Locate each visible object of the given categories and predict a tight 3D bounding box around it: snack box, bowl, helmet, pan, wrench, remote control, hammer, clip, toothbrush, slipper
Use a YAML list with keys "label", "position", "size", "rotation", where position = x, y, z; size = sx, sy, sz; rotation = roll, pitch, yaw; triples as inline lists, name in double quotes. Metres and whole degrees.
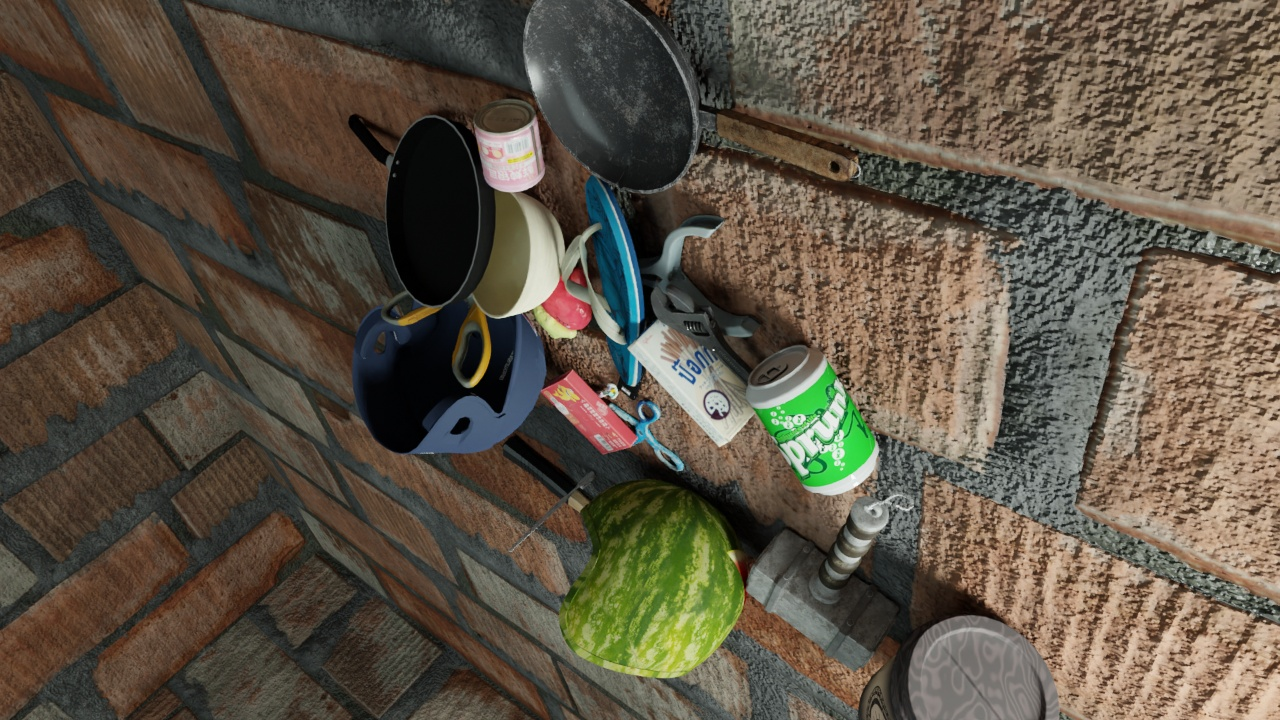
- label: "snack box"
  position: [-0.073, 0.074, 1.275]
  size: [0.133, 0.021, 0.089]
  rotation: [47, 151, -12]
- label: "bowl"
  position: [-0.137, -0.124, 1.071]
  size: [0.151, 0.075, 0.151]
  rotation: [2, 93, 51]
- label: "helmet"
  position: [-0.230, -0.005, 1.228]
  size: [0.232, 0.222, 0.273]
  rotation: [40, 120, 31]
- label: "pan"
  position: [-0.279, -0.217, 1.137]
  size: [0.356, 0.034, 0.226]
  rotation: [47, 127, 34]
- label: "wrench"
  position: [0.112, 0.015, 0.975]
  size: [0.273, 0.018, 0.073]
  rotation: [43, 153, -15]
- label: "helmet"
  position: [0.024, 0.288, 1.238]
  size: [0.243, 0.247, 0.213]
  rotation: [9, 171, 17]
- label: "remote control"
  position: [-0.007, 0.007, 1.155]
  size: [0.030, 0.009, 0.140]
  rotation: [38, 149, 13]
- label: "hammer"
  position: [-0.100, 0.236, 1.521]
  size: [0.328, 0.039, 0.131]
  rotation: [36, 150, 18]
- label: "pan"
  position: [0.038, -0.220, 0.801]
  size: [0.357, 0.040, 0.208]
  rotation: [26, 144, 29]
- label: "snack box"
  position: [0.064, 0.013, 1.004]
  size: [0.150, 0.081, 0.026]
  rotation: [47, 150, -2]
- label: "clip"
  position: [0.061, -0.091, 0.937]
  size: [0.164, 0.032, 0.166]
  rotation: [40, 148, 9]
- label: "toothbrush"
  position: [-0.135, 0.235, 1.417]
  size: [0.010, 0.181, 0.010]
  rotation: [28, 149, 37]
- label: "hammer"
  position: [0.232, 0.230, 1.059]
  size: [0.177, 0.079, 0.327]
  rotation: [34, 148, 19]
- label: "slipper"
  position: [-0.041, -0.070, 1.020]
  size: [0.118, 0.060, 0.295]
  rotation: [56, 162, 35]
- label: "toothbrush"
  position: [-0.075, 0.053, 1.289]
  size: [0.155, 0.015, 0.022]
  rotation: [-18, 87, 57]

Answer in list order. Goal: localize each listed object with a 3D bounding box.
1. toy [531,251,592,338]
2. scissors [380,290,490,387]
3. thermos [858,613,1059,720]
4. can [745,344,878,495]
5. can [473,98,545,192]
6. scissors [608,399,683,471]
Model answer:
- label: "toy"
  position: [-0.097, -0.078, 1.128]
  size: [0.091, 0.045, 0.135]
  rotation: [47, 142, 8]
- label: "scissors"
  position: [-0.222, -0.063, 1.141]
  size: [0.016, 0.225, 0.229]
  rotation: [50, -157, -59]
- label: "thermos"
  position: [0.344, 0.396, 1.047]
  size: [0.173, 0.172, 0.227]
  rotation: [38, 155, 14]
- label: "can"
  position: [0.172, 0.060, 0.922]
  size: [0.088, 0.087, 0.140]
  rotation: [-9, 120, 55]
- label: "can"
  position: [-0.139, -0.228, 0.980]
  size: [0.067, 0.067, 0.076]
  rotation: [29, 146, 27]
- label: "scissors"
  position: [0.010, 0.095, 1.242]
  size: [0.134, 0.011, 0.140]
  rotation: [39, 149, 14]
